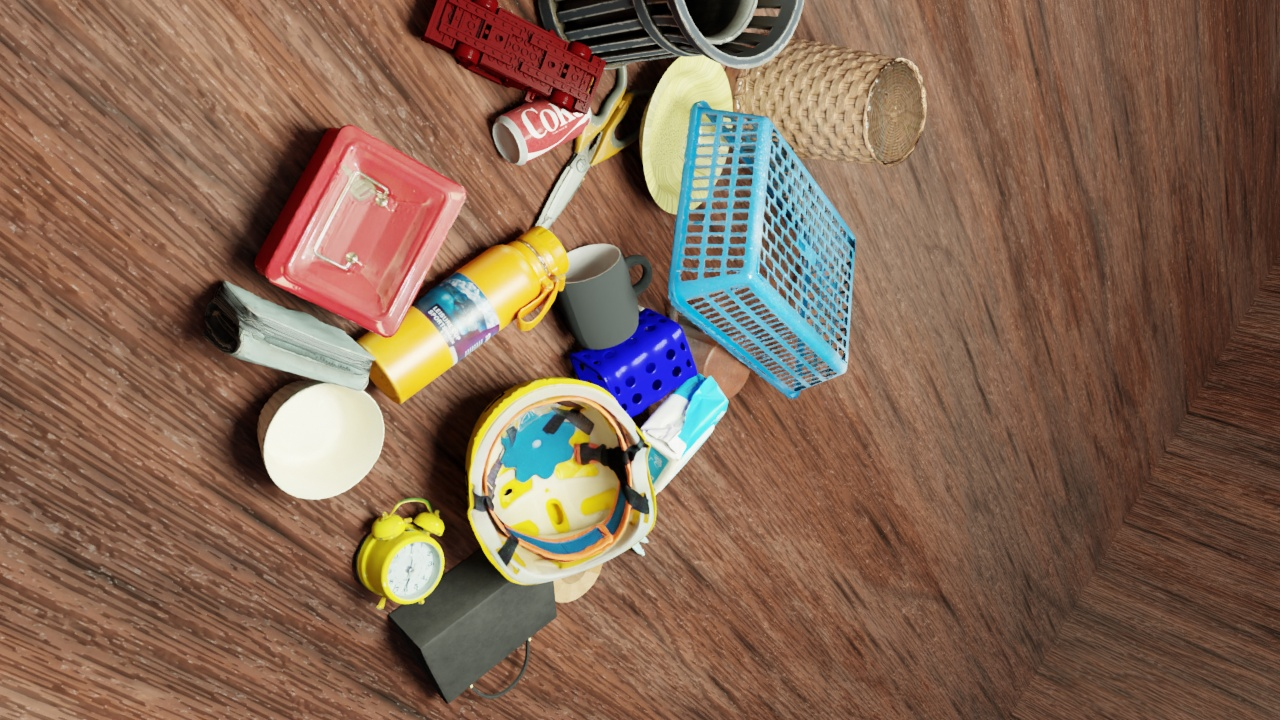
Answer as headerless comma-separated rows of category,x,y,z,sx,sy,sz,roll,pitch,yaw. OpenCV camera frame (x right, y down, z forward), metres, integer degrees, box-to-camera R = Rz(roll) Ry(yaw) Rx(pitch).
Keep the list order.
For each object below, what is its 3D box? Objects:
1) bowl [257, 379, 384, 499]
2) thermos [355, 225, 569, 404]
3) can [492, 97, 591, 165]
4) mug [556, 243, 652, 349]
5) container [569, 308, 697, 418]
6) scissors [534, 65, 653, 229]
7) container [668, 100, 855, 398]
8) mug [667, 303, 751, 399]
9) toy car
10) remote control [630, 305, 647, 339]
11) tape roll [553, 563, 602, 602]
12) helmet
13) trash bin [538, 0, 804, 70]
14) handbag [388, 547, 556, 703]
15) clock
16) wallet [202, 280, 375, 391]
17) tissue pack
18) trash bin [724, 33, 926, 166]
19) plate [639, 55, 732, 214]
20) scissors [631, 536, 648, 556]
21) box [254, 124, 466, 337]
bowl,-0.311,0.067,0.873,0.115,0.062,0.115,-17,117,-37
thermos,-0.172,-0.047,0.942,0.232,0.076,0.091,-40,103,-25
can,-0.101,-0.244,0.950,0.096,0.054,0.054,-35,127,-28
mug,-0.036,-0.080,1.049,0.121,0.085,0.094,-34,127,-23
container,-0.006,0.006,1.074,0.113,0.085,0.084,-34,124,-19
scissors,-0.053,-0.225,1.027,0.114,0.016,0.229,30,85,-44
container,0.169,-0.125,1.123,0.362,0.089,0.256,33,60,-53
mug,0.073,-0.018,1.161,0.096,0.110,0.123,-38,128,-32
toy car,-0.124,-0.298,0.887,0.169,0.062,0.070,20,93,-27
remote control,-0.012,-0.013,1.137,0.060,0.028,0.114,-22,120,-33
tape roll,-0.092,0.260,1.172,0.093,0.027,0.094,-17,117,-37
helmet,-0.105,0.116,1.027,0.208,0.140,0.240,-19,110,-17
trash bin,0.018,-0.359,0.882,0.164,0.228,0.164,-10,106,-37
handbag,-0.178,0.332,1.100,0.175,0.072,0.196,-34,130,-28
clock,-0.254,0.204,0.984,0.083,0.057,0.119,6,94,-44
wallet,-0.311,-0.017,0.817,0.131,0.100,0.054,21,99,-43
tissue pack,0.032,0.106,1.137,0.116,0.066,0.210,-45,171,-31
trash bin,0.221,-0.314,1.106,0.151,0.210,0.151,-16,116,-38
plate,0.044,-0.266,1.072,0.183,0.036,0.185,-31,130,-45
scissors,-0.023,0.205,1.217,0.178,0.016,0.101,41,55,-52
box,-0.258,-0.120,0.839,0.137,0.126,0.157,30,88,-24
